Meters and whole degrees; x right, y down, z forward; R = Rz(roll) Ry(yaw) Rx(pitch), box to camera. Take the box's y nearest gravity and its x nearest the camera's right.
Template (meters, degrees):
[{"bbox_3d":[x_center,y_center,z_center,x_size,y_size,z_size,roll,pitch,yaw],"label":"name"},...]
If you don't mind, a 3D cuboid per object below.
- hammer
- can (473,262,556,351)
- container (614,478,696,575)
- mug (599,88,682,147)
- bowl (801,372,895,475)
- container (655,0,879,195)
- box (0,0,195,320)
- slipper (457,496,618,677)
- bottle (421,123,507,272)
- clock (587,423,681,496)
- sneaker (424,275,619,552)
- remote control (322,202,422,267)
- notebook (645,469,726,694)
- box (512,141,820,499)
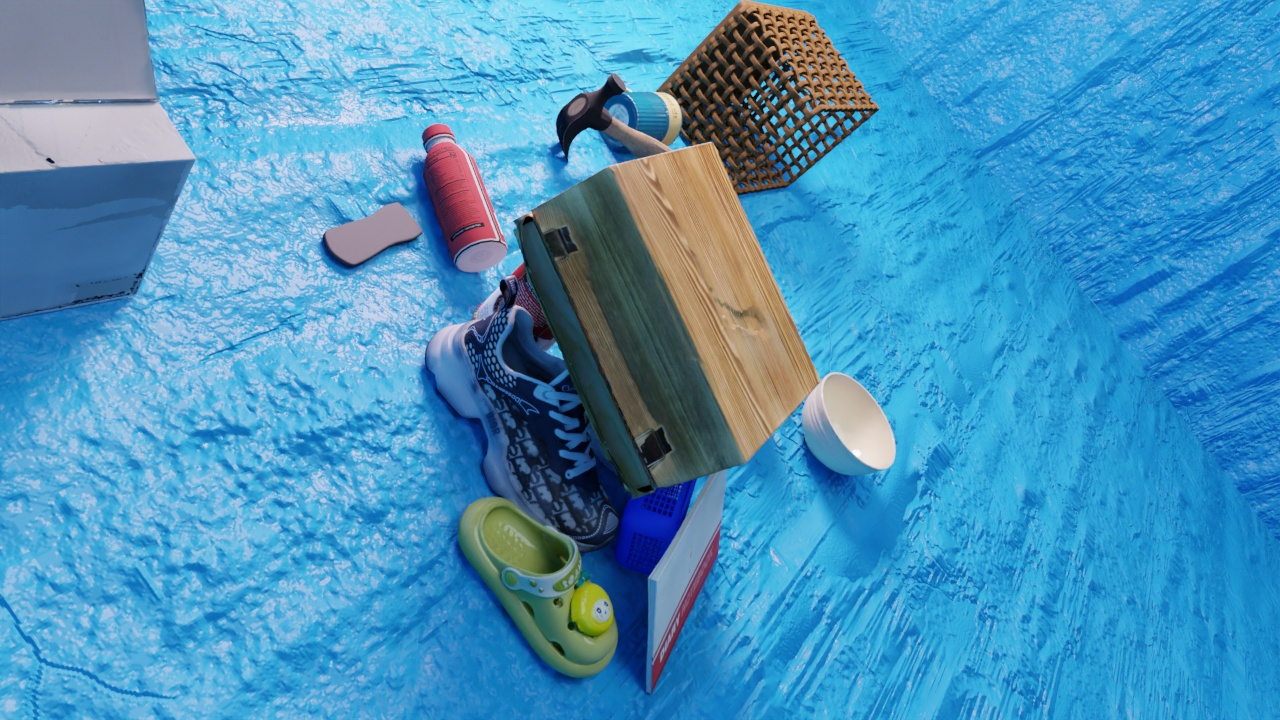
[{"bbox_3d":[0.001,-0.303,1.317,0.305,0.133,0.040,16,48,-54],"label":"hammer"},{"bbox_3d":[-0.110,-0.057,0.968,0.086,0.117,0.086,27,43,-29],"label":"can"},{"bbox_3d":[0.016,0.158,0.938,0.058,0.096,0.114,17,37,6],"label":"container"},{"bbox_3d":[-0.011,-0.369,1.374,0.107,0.083,0.113,-18,62,-48],"label":"mug"},{"bbox_3d":[0.278,0.100,1.281,0.150,0.076,0.150,28,42,-28],"label":"bowl"},{"bbox_3d":[0.214,-0.437,1.544,0.250,0.220,0.214,-21,76,-52],"label":"container"},{"bbox_3d":[-0.375,-0.227,0.566,0.119,0.480,0.166,34,31,22],"label":"box"},{"bbox_3d":[-0.080,0.191,0.824,0.190,0.082,0.091,48,34,0],"label":"slipper"},{"bbox_3d":[-0.204,-0.187,1.026,0.062,0.062,0.176,0,60,-46],"label":"bottle"},{"bbox_3d":[0.004,0.067,1.021,0.161,0.073,0.125,40,38,-14],"label":"clock"},{"bbox_3d":[-0.090,0.054,0.883,0.269,0.133,0.103,57,35,5],"label":"sneaker"},{"bbox_3d":[-0.276,-0.129,0.944,0.046,0.009,0.124,50,37,-2],"label":"remote control"},{"bbox_3d":[0.048,0.204,0.915,0.012,0.153,0.208,13,34,18],"label":"notebook"},{"bbox_3d":[0.021,-0.040,0.877,0.244,0.168,0.279,-34,101,-61],"label":"box"}]
